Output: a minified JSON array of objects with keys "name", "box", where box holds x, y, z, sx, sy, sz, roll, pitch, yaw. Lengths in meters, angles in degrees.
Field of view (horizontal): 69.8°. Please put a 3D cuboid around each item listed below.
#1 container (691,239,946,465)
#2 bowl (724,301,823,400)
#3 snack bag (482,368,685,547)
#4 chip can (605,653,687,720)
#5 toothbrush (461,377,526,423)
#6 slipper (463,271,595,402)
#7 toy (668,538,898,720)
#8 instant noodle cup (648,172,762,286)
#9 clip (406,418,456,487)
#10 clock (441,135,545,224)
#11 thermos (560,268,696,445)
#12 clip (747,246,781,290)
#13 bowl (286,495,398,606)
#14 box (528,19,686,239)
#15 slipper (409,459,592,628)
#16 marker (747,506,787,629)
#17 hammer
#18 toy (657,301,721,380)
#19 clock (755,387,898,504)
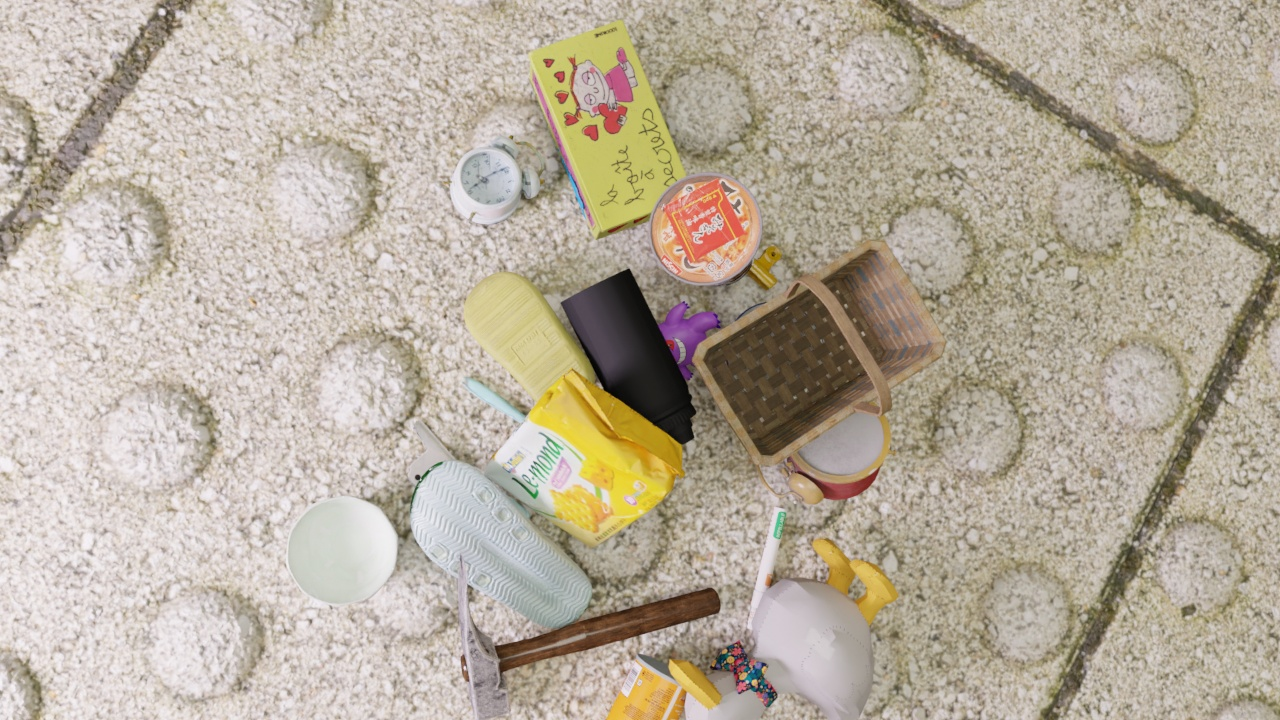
[{"name":"container","box":[0.191,-0.010,0.961,0.249,0.186,0.157,-31,90,-9]},{"name":"bowl","box":[0.151,-0.007,1.083,0.118,0.062,0.118,1,85,-8]},{"name":"snack bag","box":[-0.060,0.107,0.971,0.159,0.248,0.068,37,54,-6]},{"name":"chip can","box":[-0.020,0.443,1.021,0.075,0.075,0.215,28,83,-5]},{"name":"toothbrush","box":[-0.131,0.071,1.064,0.180,0.016,0.016,34,83,-3]},{"name":"slipper","box":[-0.115,-0.020,1.036,0.092,0.081,0.190,-45,74,11]},{"name":"toy","box":[0.170,0.332,1.017,0.246,0.141,0.267,44,80,-24]},{"name":"instant noodle cup","box":[0.082,-0.136,1.043,0.124,0.121,0.123,-1,85,13]},{"name":"clip","box":[-0.240,0.122,1.048,0.056,0.046,0.101,-41,91,-13]},{"name":"clock","box":[-0.166,-0.210,1.060,0.117,0.057,0.083,-37,91,-16]},{"name":"thermos","box":[-0.006,0.006,1.019,0.086,0.086,0.198,-27,94,-9]},{"name":"clip","box":[0.149,-0.116,1.115,0.054,0.044,0.049,42,46,-2]},{"name":"bowl","box":[-0.321,0.205,1.005,0.117,0.061,0.117,1,85,-8]},{"name":"box","box":[-0.036,-0.263,1.069,0.124,0.082,0.221,-20,88,-9]},{"name":"slipper","box":[-0.156,0.208,1.025,0.245,0.074,0.104,44,86,-19]},{"name":"marker","box":[0.150,0.246,1.087,0.017,0.017,0.145,15,84,-6]},{"name":"hammer","box":[-0.051,0.272,1.008,0.300,0.037,0.218,-10,122,-17]},{"name":"toy","box":[0.044,-0.023,1.074,0.088,0.056,0.106,-12,122,-11]},{"name":"clock","box":[0.212,0.109,1.068,0.158,0.081,0.117,-24,60,-7]}]
